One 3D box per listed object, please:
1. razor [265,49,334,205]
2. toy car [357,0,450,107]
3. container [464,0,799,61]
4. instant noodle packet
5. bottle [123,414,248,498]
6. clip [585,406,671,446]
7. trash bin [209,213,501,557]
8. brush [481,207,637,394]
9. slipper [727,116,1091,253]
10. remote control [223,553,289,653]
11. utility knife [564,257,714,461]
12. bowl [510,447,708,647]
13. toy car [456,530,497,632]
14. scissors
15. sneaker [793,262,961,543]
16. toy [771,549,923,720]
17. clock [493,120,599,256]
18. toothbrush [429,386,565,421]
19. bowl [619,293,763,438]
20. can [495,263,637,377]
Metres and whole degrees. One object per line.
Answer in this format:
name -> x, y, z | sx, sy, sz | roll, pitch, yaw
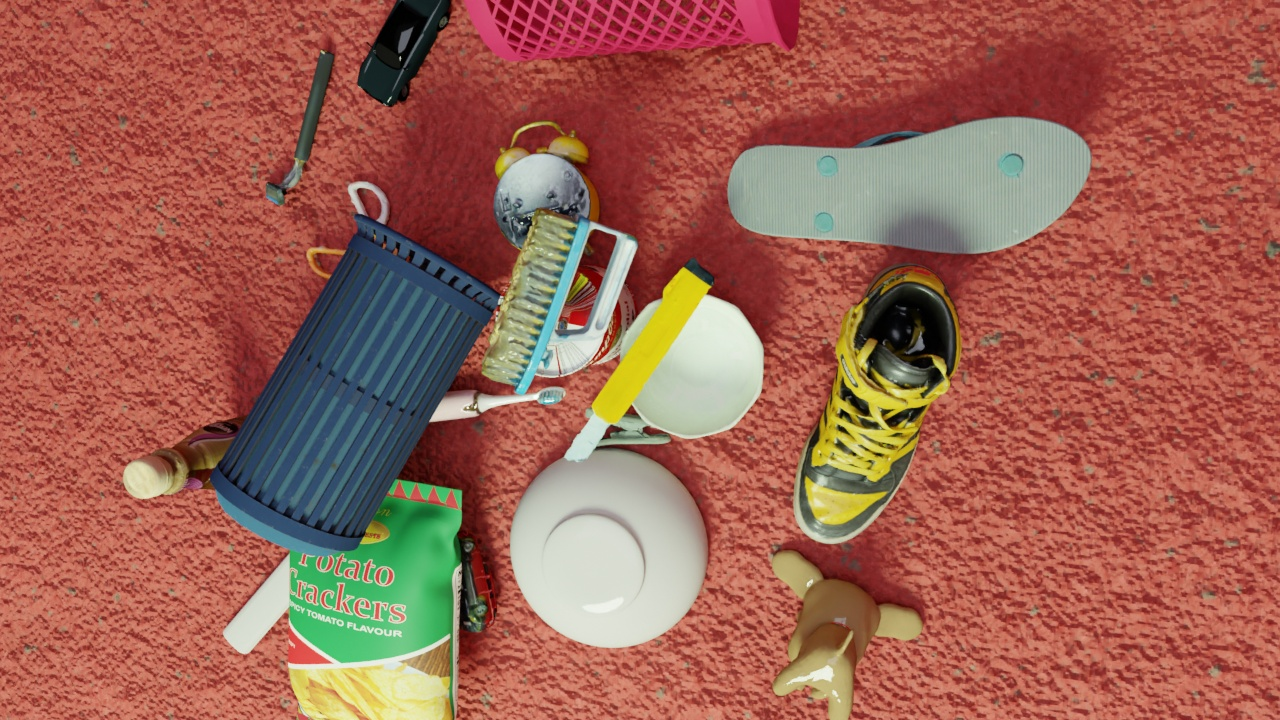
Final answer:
razor -> -0.302, -0.208, 0.827 | 0.043, 0.022, 0.144 | 29, 99, 48
toy car -> -0.205, -0.276, 0.791 | 0.046, 0.034, 0.112 | 35, 101, 7
container -> -0.010, -0.308, 0.686 | 0.226, 0.183, 0.183 | -4, 95, 20
instant noodle packet -> -0.236, 0.226, 0.808 | 0.196, 0.090, 0.253 | 4, 94, 30
bottle -> -0.374, 0.086, 0.795 | 0.060, 0.166, 0.059 | 1, 96, 12
clip -> -0.012, 0.052, 0.789 | 0.078, 0.023, 0.050 | -12, 94, 15
trash bin -> -0.230, 0.024, 0.743 | 0.139, 0.139, 0.249 | 29, 86, 8
brush -> -0.060, -0.037, 0.655 | 0.075, 0.055, 0.136 | 19, 100, -13
slipper -> 0.202, -0.131, 0.718 | 0.269, 0.054, 0.098 | 0, 98, 23
remote control -> -0.354, 0.229, 0.883 | 0.033, 0.012, 0.131 | 44, 102, 5
utility knife -> -0.004, 0.004, 0.721 | 0.030, 0.018, 0.191 | 37, 98, 11
bowl -> -0.034, 0.166, 0.781 | 0.177, 0.066, 0.176 | 1, 96, 12
toy car -> -0.154, 0.197, 0.822 | 0.042, 0.036, 0.091 | -12, 95, 42
scissors -> -0.240, -0.105, 0.827 | 0.125, 0.011, 0.128 | 6, 97, 6
sneaker -> 0.177, 0.040, 0.697 | 0.086, 0.122, 0.238 | 18, 98, 11
toy -> 0.153, 0.225, 0.733 | 0.134, 0.108, 0.106 | 25, 116, 8
clock -> -0.078, -0.141, 0.766 | 0.083, 0.057, 0.119 | -10, 93, 13
toothbrush -> -0.174, 0.040, 0.819 | 0.223, 0.026, 0.027 | -6, 117, 13
bowl -> 0.045, 0.001, 0.752 | 0.117, 0.061, 0.117 | 1, 96, 12
can -> -0.056, -0.035, 0.741 | 0.087, 0.116, 0.086 | 1, 95, 12
